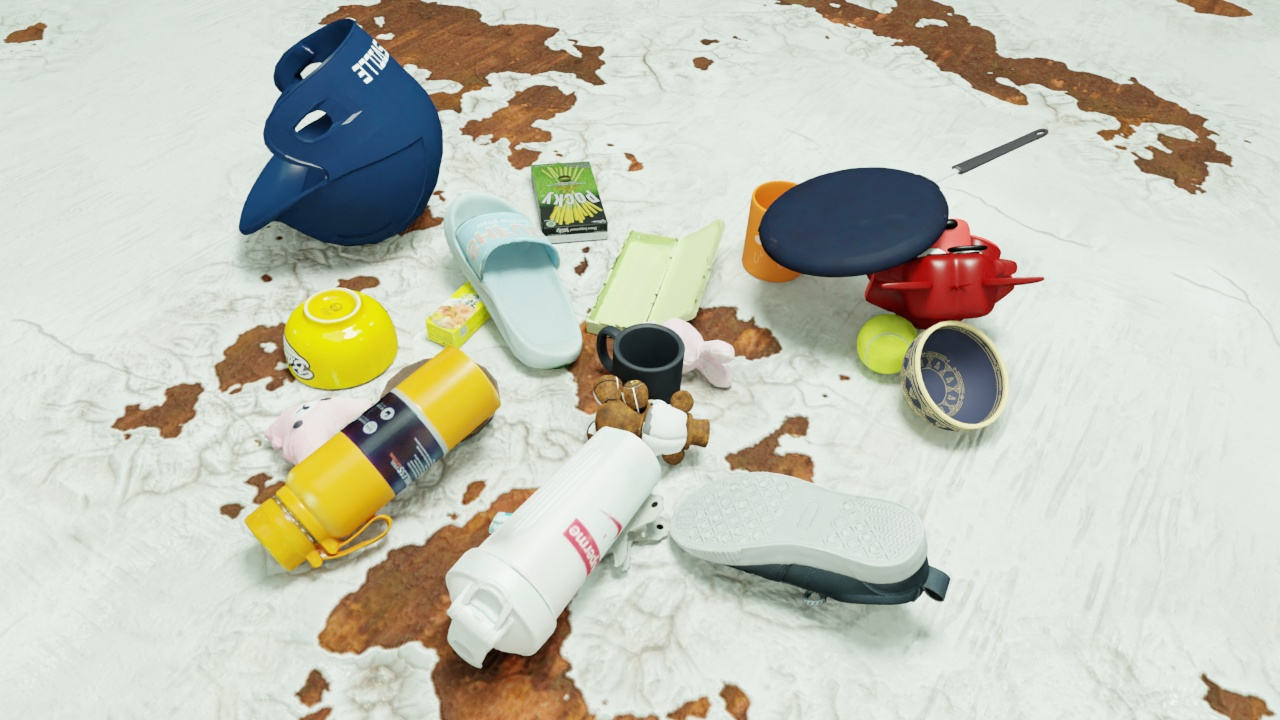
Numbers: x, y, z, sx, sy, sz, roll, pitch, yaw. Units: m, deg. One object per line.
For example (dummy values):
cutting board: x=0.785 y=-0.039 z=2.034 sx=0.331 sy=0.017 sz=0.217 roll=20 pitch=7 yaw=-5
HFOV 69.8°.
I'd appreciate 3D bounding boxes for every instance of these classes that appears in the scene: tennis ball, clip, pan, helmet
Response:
tennis ball: x=0.267 y=-0.018 z=0.989 sx=0.065 sy=0.065 sz=0.065 roll=2 pitch=43 yaw=-2
clip: x=-0.002 y=0.146 z=0.830 sx=0.054 sy=0.040 sz=0.101 roll=-13 pitch=39 yaw=1
pan: x=0.296 y=-0.188 z=0.998 sx=0.356 sy=0.021 sz=0.198 roll=-25 pitch=38 yaw=-10
helmet: x=-0.359 y=-0.234 z=1.079 sx=0.272 sy=0.223 sz=0.232 roll=-33 pitch=36 yaw=5

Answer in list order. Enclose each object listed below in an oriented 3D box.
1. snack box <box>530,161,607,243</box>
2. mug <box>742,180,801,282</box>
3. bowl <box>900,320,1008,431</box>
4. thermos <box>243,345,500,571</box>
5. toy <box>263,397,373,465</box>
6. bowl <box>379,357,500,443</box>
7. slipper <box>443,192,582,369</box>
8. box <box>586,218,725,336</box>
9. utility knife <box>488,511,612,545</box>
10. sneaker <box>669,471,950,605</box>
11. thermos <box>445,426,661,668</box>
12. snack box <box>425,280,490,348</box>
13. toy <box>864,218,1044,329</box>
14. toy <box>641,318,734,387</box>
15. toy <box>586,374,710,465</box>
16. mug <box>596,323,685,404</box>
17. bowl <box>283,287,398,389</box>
snack box: x=-0.095 y=-0.208 z=1.196 sx=0.080 sy=0.025 sz=0.147 roll=-6 pitch=44 yaw=-10
mug: x=0.184 y=-0.154 z=1.105 sx=0.112 sy=0.096 sz=0.077 roll=3 pitch=43 yaw=-1
bowl: x=0.313 y=0.022 z=0.945 sx=0.112 sy=0.061 sz=0.112 roll=6 pitch=72 yaw=-20
thermos: x=-0.229 y=0.090 z=0.811 sx=0.091 sy=0.076 sz=0.232 roll=39 pitch=67 yaw=23
toy: x=-0.314 y=0.066 z=0.875 sx=0.096 sy=0.053 sz=0.098 roll=8 pitch=39 yaw=23
bowl: x=-0.199 y=0.046 z=0.916 sx=0.118 sy=0.030 sz=0.117 roll=2 pitch=44 yaw=-2
slipper: x=-0.132 y=-0.099 z=1.010 sx=0.103 sy=0.074 sz=0.245 roll=-14 pitch=61 yaw=-31
box: x=0.023 y=-0.095 z=1.069 sx=0.141 sy=0.047 sz=0.187 roll=-8 pitch=38 yaw=24
utility knife: x=-0.073 y=0.155 z=0.823 sx=0.124 sy=0.015 sz=0.022 roll=9 pitch=48 yaw=2
sneaker: x=0.139 y=0.160 z=0.785 sx=0.236 sy=0.087 sz=0.089 roll=4 pitch=47 yaw=34
thermos: x=-0.073 y=0.147 z=0.761 sx=0.099 sy=0.099 sz=0.219 roll=26 pitch=51 yaw=22
snack box: x=-0.183 y=-0.070 z=1.041 sx=0.040 sy=0.029 sz=0.147 roll=22 pitch=46 yaw=17
toy: x=0.324 y=-0.091 z=0.985 sx=0.158 sy=0.120 sz=0.197 roll=1 pitch=4 yaw=8
toy: x=0.050 y=-0.010 z=0.970 sx=0.110 sy=0.064 sz=0.047 roll=24 pitch=46 yaw=16
toy: x=0.008 y=0.061 z=0.880 sx=0.112 sy=0.087 sz=0.067 roll=6 pitch=20 yaw=-7
mug: x=-0.005 y=0.005 z=0.938 sx=0.105 sy=0.078 sz=0.071 roll=35 pitch=52 yaw=29
bowl: x=-0.319 y=-0.033 z=0.966 sx=0.117 sy=0.068 sz=0.117 roll=2 pitch=43 yaw=-2
